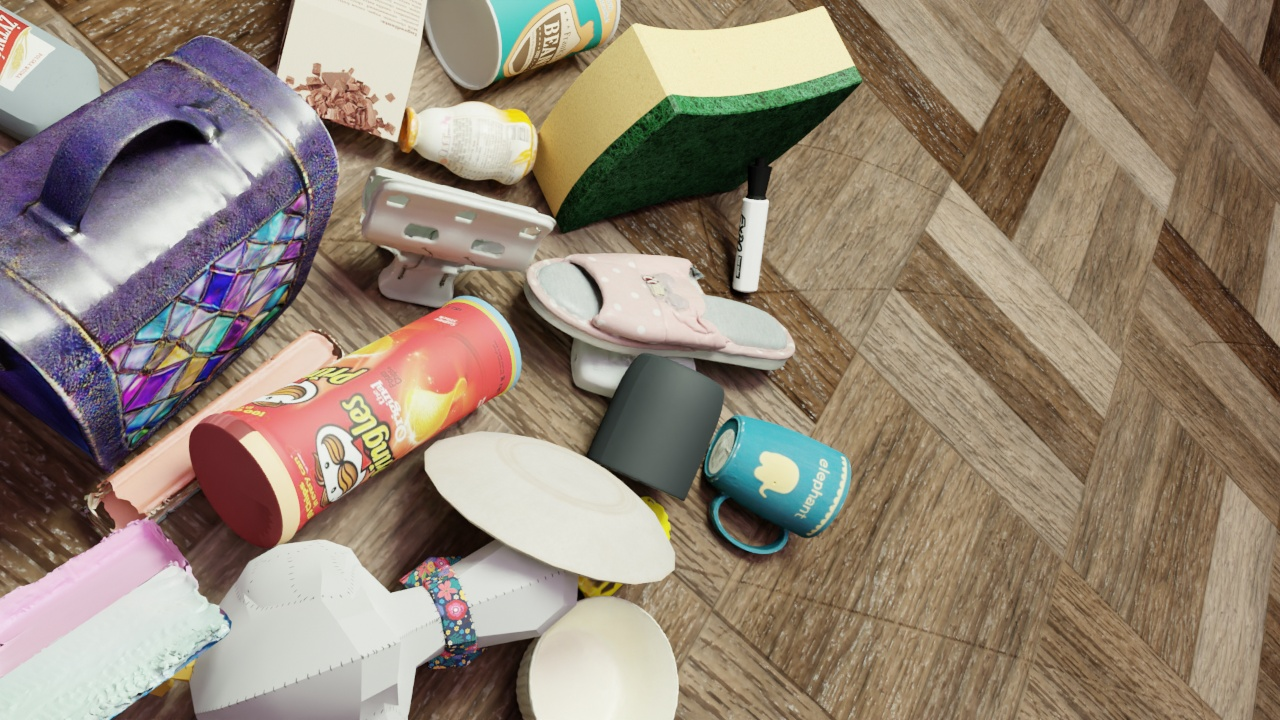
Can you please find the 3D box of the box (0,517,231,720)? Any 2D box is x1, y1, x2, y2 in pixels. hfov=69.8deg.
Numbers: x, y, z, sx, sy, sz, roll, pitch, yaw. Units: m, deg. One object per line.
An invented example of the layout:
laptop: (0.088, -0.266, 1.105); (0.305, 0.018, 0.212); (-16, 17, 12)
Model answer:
box: (-0.319, 0.171, 0.438); (0.229, 0.159, 0.035); (-37, 120, -30)

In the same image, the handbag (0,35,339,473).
handbag: (-0.285, -0.065, 0.516); (0.125, 0.223, 0.204); (37, 54, -3)

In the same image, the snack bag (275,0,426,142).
snack bag: (-0.230, -0.276, 0.738); (0.094, 0.070, 0.206); (14, 64, -27)

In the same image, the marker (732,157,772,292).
marker: (0.106, -0.128, 0.868); (0.025, 0.025, 0.126); (-9, 114, -34)

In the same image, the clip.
clip: (-0.145, -0.096, 0.673); (0.125, 0.148, 0.081); (13, 72, -27)

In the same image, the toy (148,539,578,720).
toy: (-0.159, 0.166, 0.538); (0.267, 0.247, 0.141); (-18, 81, -13)

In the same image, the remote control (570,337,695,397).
remote control: (-0.005, 0.005, 0.786); (0.114, 0.028, 0.060); (9, 66, -28)

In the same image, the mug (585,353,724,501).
mug: (0.021, 0.056, 0.742); (0.085, 0.121, 0.094); (21, 82, 25)

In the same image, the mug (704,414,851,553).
mug: (0.107, 0.109, 0.788); (0.104, 0.084, 0.112); (27, 87, -13)

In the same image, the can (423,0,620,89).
can: (-0.103, -0.308, 0.811); (0.143, 0.099, 0.099); (-33, 90, -37)

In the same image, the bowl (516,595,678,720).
bowl: (-0.037, 0.230, 0.653); (0.115, 0.063, 0.115); (12, 65, -27)

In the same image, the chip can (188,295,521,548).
chip can: (-0.179, 0.032, 0.612); (0.087, 0.087, 0.212); (55, 43, -1)

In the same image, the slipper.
slipper: (0.028, -0.047, 0.788); (0.274, 0.055, 0.114); (9, 36, -34)

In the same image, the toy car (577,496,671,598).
toy car: (-0.015, 0.146, 0.722); (0.106, 0.030, 0.049); (-36, 90, -38)

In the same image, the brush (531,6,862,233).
brush: (0.044, -0.208, 0.800); (0.249, 0.196, 0.075); (-21, 82, -36)

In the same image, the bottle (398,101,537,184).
bottle: (-0.142, -0.182, 0.757); (0.108, 0.063, 0.063); (3, 69, -30)

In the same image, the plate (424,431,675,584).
plate: (-0.057, 0.090, 0.638); (0.188, 0.188, 0.027); (21, 101, -23)

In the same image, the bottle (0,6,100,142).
bottle: (-0.406, -0.184, 0.607); (0.161, 0.046, 0.072); (30, 58, -18)

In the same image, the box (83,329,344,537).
box: (-0.272, 0.043, 0.598); (0.186, 0.053, 0.058); (-48, 130, -34)
